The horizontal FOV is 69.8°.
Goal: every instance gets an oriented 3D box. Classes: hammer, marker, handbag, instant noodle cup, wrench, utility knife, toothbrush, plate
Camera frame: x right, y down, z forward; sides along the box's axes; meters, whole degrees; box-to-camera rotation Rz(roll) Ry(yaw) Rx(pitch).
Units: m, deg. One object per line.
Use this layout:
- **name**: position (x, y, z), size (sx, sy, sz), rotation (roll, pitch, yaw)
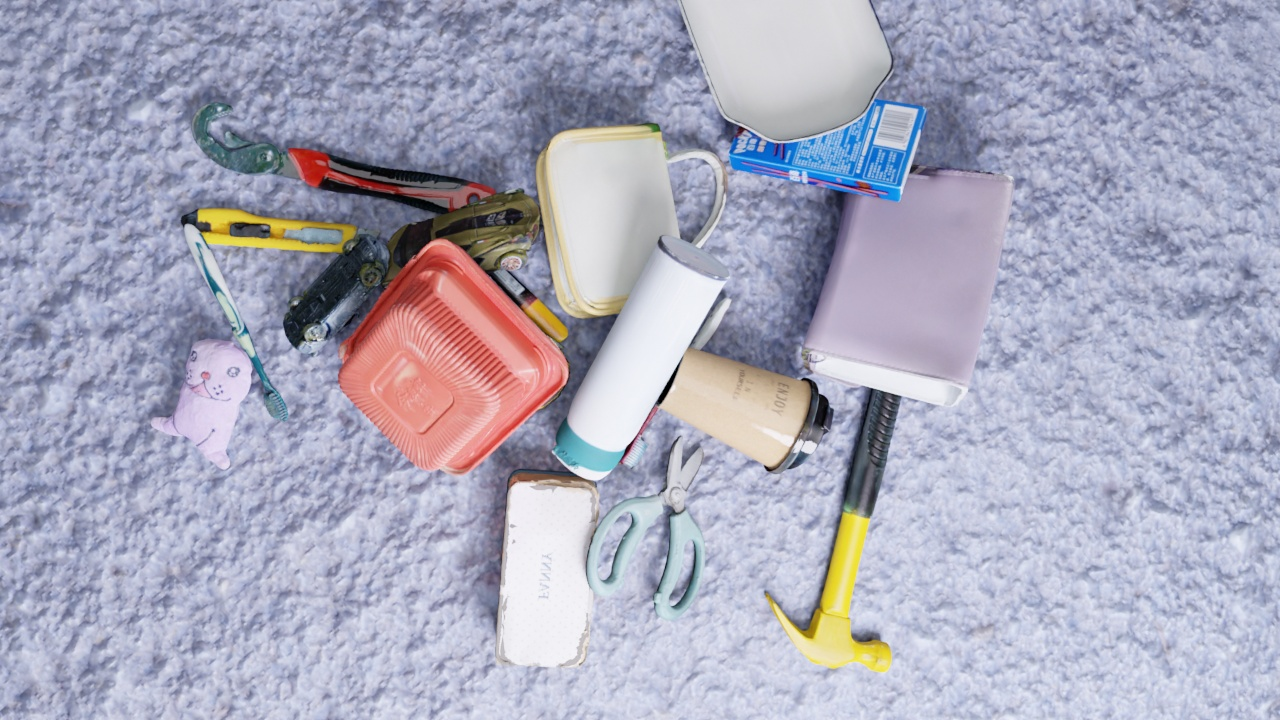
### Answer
- **hammer**: position (0.206, 0.144, 0.873), size (0.128, 0.033, 0.300), rotation (14, 91, -7)
- **marker**: position (-0.114, -0.063, 0.842), size (0.124, 0.015, 0.018), rotation (45, 62, -3)
- **handbag**: position (0.000, -0.130, 0.837), size (0.178, 0.063, 0.163), rotation (-12, 93, -20)
- **handbag**: position (0.238, -0.071, 0.823), size (0.145, 0.098, 0.196), rotation (15, 78, 11)
- **instant noodle cup**: position (-0.173, 0.013, 0.772), size (0.164, 0.078, 0.189), rotation (45, 123, -4)
- **wrench**: position (-0.264, -0.171, 0.823), size (0.273, 0.016, 0.056), rotation (15, 95, -6)
- **utility knife**: position (-0.321, -0.116, 0.818), size (0.173, 0.015, 0.033), rotation (3, 95, -5)
- **toothbrush**: position (-0.358, -0.031, 0.811), size (0.016, 0.018, 0.191), rotation (-22, 99, 6)
- **toothbrush**: position (0.035, 0.021, 0.860), size (0.017, 0.016, 0.187), rotation (33, 88, -14)
- **plate**: position (0.118, -0.311, 0.818), size (0.162, 0.034, 0.265), rotation (-18, 77, -2)

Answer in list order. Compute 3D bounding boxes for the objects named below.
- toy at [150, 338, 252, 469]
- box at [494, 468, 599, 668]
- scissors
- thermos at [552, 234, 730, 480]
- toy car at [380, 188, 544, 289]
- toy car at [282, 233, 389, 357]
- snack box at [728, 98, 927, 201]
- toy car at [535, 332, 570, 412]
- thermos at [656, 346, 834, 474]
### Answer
- **toy**: position (-0.378, 0.030, 0.803), size (0.084, 0.039, 0.108), rotation (26, 103, 7)
- **box**: position (-0.085, 0.181, 0.831), size (0.090, 0.062, 0.184), rotation (7, 89, -7)
- **scissors**: position (0.029, 0.161, 0.848), size (0.169, 0.019, 0.177), rotation (51, 62, -26)
- **thermos**: position (-0.005, 0.005, 0.795), size (0.073, 0.073, 0.225), rotation (27, 111, -6)
- **toy car**: position (-0.160, -0.102, 0.803), size (0.158, 0.042, 0.070), rotation (-19, 57, 6)
- **toy car**: position (-0.265, -0.057, 0.807), size (0.120, 0.054, 0.036), rotation (-48, 140, 4)
- **snack box**: position (0.166, -0.199, 0.822), size (0.157, 0.026, 0.084), rotation (15, 74, 18)
- **toy car**: position (-0.132, -0.020, 0.828), size (0.156, 0.041, 0.071), rotation (41, 87, 0)
- **thermos**: position (0.091, 0.040, 0.825), size (0.143, 0.093, 0.093), rotation (23, 89, -8)
